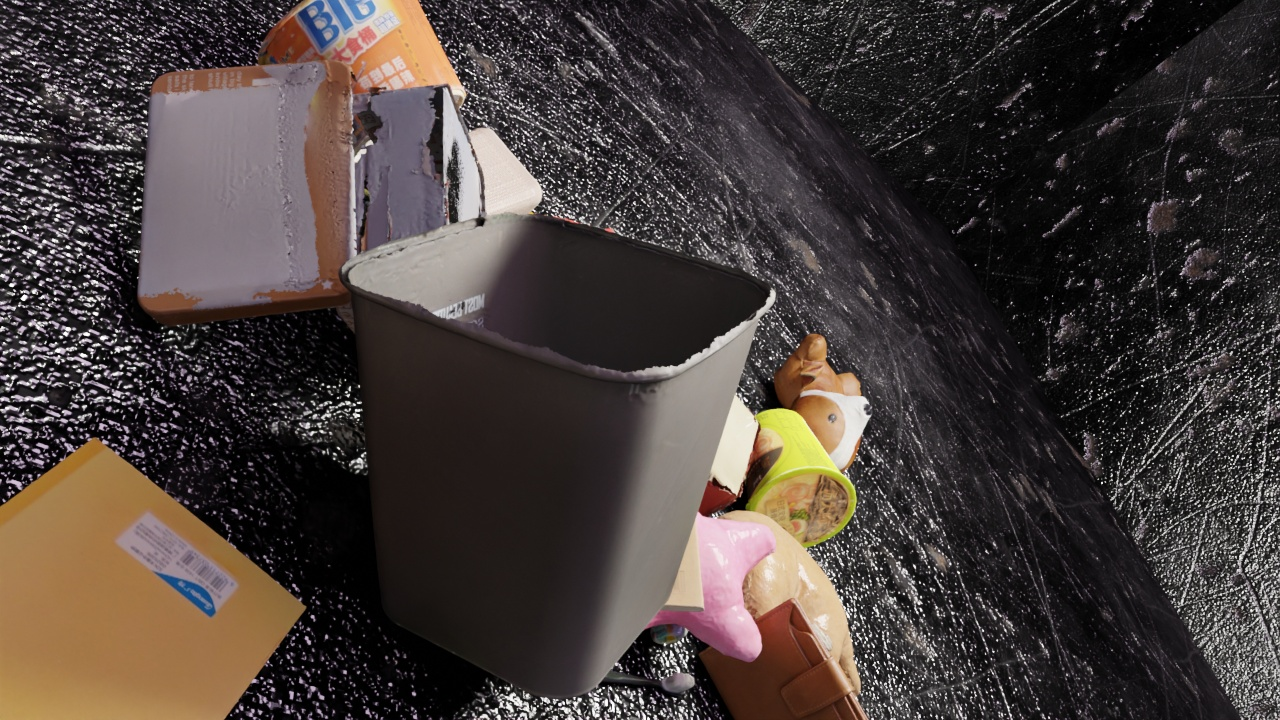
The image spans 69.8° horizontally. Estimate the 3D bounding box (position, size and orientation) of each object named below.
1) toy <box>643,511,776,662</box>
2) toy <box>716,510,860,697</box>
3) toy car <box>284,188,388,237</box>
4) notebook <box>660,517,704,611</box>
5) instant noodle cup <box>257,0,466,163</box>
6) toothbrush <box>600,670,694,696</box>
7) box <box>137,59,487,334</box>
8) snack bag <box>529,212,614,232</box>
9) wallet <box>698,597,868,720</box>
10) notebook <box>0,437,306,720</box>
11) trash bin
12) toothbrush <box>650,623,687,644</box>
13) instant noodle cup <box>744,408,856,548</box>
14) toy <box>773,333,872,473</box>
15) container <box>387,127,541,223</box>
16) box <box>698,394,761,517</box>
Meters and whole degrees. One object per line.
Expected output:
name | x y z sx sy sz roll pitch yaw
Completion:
toy | 0.021 0.149 0.715 0.194 0.075 0.178 6 47 -20
toy | 0.140 0.223 0.840 0.226 0.083 0.143 41 28 -28
toy car | -0.243 -0.118 0.723 0.090 0.035 0.042 18 40 -50
notebook | -0.033 0.099 0.694 0.149 0.012 0.211 3 39 -4
instant noodle cup | -0.231 -0.244 0.792 0.111 0.152 0.151 57 26 -6
toothbrush | -0.026 0.222 0.648 0.181 0.018 0.015 24 40 -40
box | -0.211 -0.088 0.647 0.158 0.205 0.180 95 -12 -69
snack bag | -0.056 -0.096 0.962 0.128 0.073 0.207 64 21 12
wallet | 0.116 0.263 0.710 0.031 0.108 0.131 -3 59 -56
notebook | -0.255 0.136 0.406 0.146 0.010 0.205 44 27 -12
trash bin | -0.054 0.048 0.540 0.199 0.220 0.198 20 26 21
toothbrush | 0.007 0.152 0.784 0.020 0.029 0.189 84 -6 -46
instant noodle cup | 0.154 0.117 0.971 0.111 0.112 0.123 35 22 -28
toy | 0.228 0.069 1.133 0.140 0.131 0.199 45 36 -24
container | -0.164 -0.145 0.824 0.090 0.090 0.110 50 29 -2
box | 0.066 0.077 0.906 0.091 0.077 0.168 48 26 -7
